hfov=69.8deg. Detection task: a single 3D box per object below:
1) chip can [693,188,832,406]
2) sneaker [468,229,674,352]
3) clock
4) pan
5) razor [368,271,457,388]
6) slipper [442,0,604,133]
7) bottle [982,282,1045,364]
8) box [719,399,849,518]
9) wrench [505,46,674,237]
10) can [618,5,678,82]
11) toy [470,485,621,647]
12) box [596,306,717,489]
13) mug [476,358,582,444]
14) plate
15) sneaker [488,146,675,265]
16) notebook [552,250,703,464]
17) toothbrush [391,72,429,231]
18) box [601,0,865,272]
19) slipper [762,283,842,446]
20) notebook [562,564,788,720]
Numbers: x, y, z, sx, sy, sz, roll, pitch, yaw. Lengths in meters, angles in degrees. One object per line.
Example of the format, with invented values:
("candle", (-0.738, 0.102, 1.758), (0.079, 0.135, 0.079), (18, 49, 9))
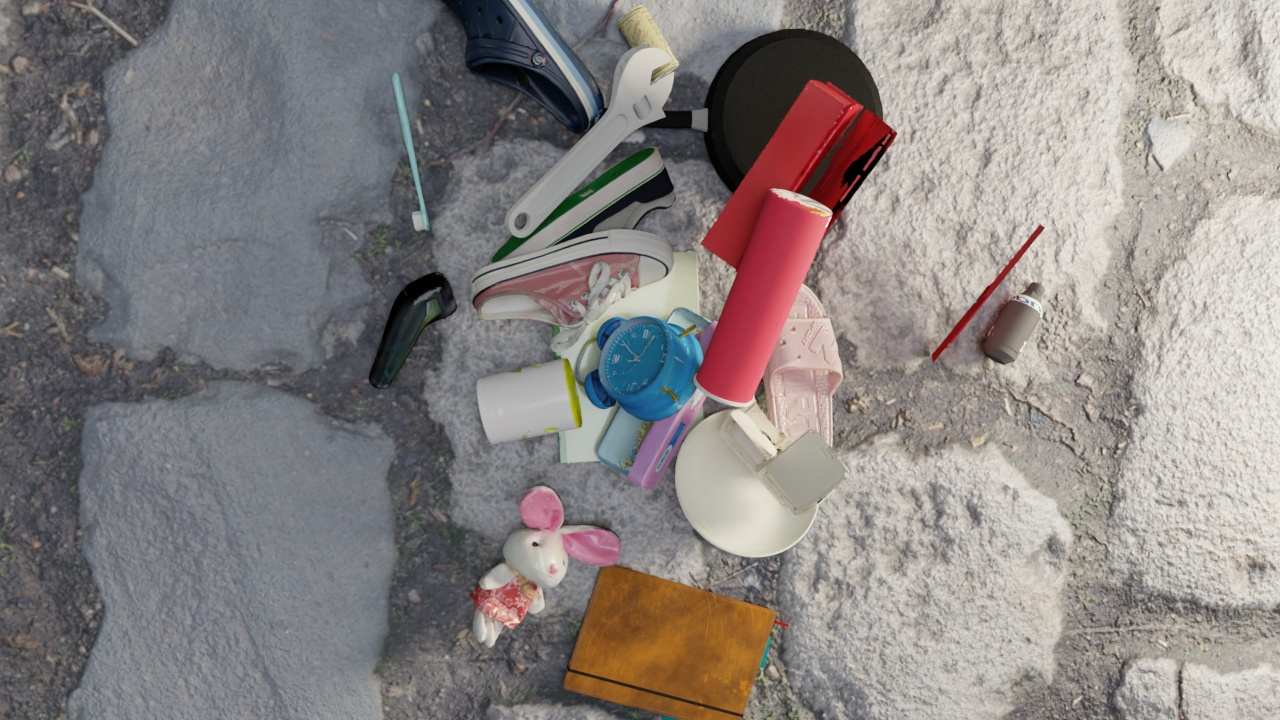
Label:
("chip can", (0.125, -0.063, 0.951), (0.069, 0.069, 0.221), (16, 114, -10))
("sneaker", (-0.068, -0.078, 1.028), (0.240, 0.118, 0.087), (-14, 64, -15))
("clock", (-0.006, 0.006, 1.049), (0.060, 0.162, 0.116), (32, 65, -49))
("pan", (0.125, -0.288, 1.106), (0.356, 0.034, 0.225), (0, 95, -10))
("razor", (-0.262, -0.032, 1.055), (0.067, 0.054, 0.151), (26, 95, -27))
("slipper", (-0.146, -0.349, 1.019), (0.253, 0.105, 0.095), (46, 79, -12))
("bottle", (0.481, -0.049, 1.174), (0.047, 0.047, 0.112), (31, 88, -10))
("box", (0.145, 0.109, 1.010), (0.068, 0.192, 0.143), (-38, 77, -18))
("wrench", (-0.057, -0.245, 1.024), (0.273, 0.018, 0.087), (-47, 133, -13))
("can", (0.009, -0.372, 1.078), (0.038, 0.038, 0.079), (-33, 98, -6))
("toy", (-0.131, 0.246, 1.076), (0.194, 0.084, 0.159), (-47, 123, -4))
("box", (0.037, 0.046, 1.089), (0.077, 0.096, 0.214), (30, 89, -45))
("mug", (-0.127, 0.048, 1.056), (0.106, 0.082, 0.082), (-12, 96, 0))
("plate", (0.126, 0.149, 1.112), (0.182, 0.034, 0.182), (5, 68, -12))
("sneaker", (-0.063, -0.152, 1.064), (0.235, 0.084, 0.079), (-33, 115, -5))
("notebook", (-0.015, -0.004, 1.113), (0.182, 0.010, 0.252), (-3, 94, -9))
("toothbrush", (-0.266, -0.239, 1.053), (0.016, 0.016, 0.180), (-9, 96, 0))
("box", (0.080, -0.274, 1.041), (0.325, 0.152, 0.214), (43, 114, 19))
("slipper", (0.195, 0.015, 1.105), (0.094, 0.064, 0.239), (-2, 82, -11))
("notebook", (0.043, 0.370, 1.146), (0.249, 0.014, 0.178), (18, 90, -10))
